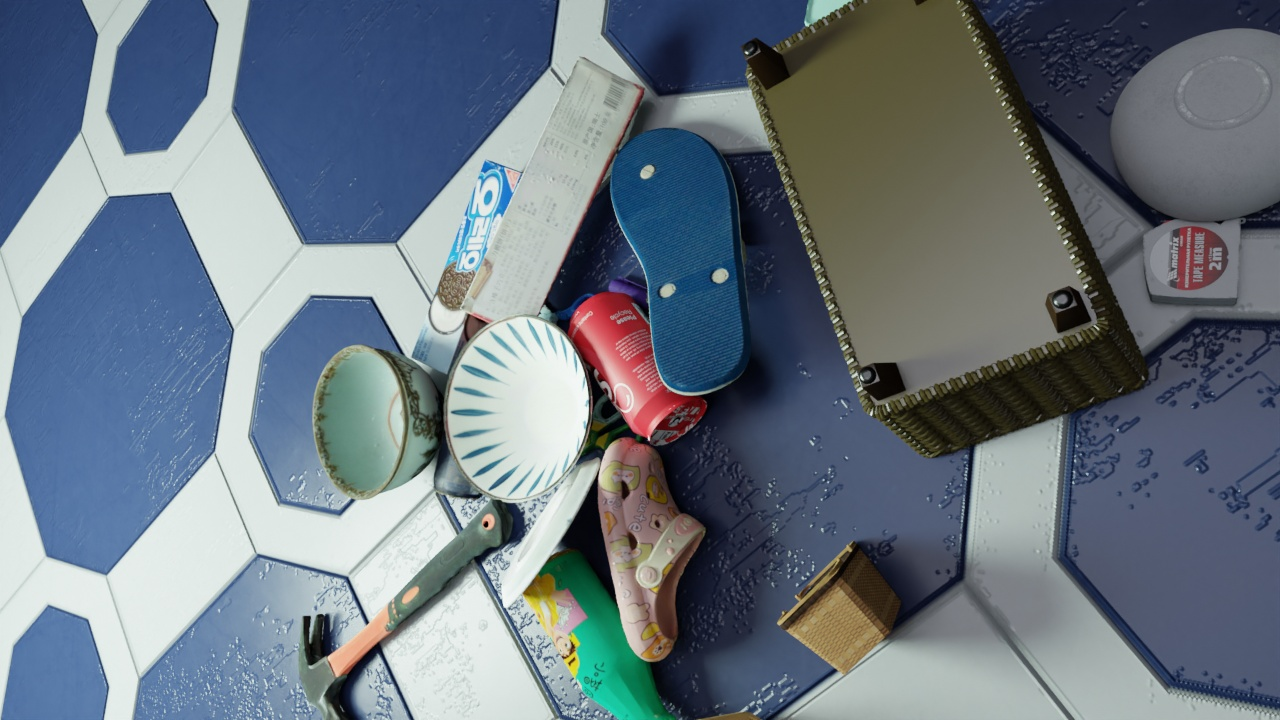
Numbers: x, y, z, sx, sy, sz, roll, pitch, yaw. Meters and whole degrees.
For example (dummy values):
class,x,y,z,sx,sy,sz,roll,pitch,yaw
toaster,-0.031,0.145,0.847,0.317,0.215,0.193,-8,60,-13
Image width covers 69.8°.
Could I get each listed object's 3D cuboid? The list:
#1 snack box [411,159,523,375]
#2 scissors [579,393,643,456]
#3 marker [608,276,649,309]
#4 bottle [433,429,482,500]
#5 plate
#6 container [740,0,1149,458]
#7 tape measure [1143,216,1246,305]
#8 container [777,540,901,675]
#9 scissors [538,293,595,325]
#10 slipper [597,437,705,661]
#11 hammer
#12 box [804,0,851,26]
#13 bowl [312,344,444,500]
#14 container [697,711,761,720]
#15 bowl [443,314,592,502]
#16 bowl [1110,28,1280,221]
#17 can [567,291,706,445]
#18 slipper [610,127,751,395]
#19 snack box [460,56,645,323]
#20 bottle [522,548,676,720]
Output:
class,x,y,z,sx,sy,sz,roll,pitch,yaw
snack box,-0.170,-0.094,0.971,0.059,0.059,0.226,24,94,28
scissors,-0.054,0.074,0.902,0.131,0.014,0.070,-25,68,25
marker,0.023,-0.052,0.874,0.134,0.015,0.018,26,83,31
bottle,-0.172,0.061,0.948,0.056,0.056,0.160,11,88,31
plate,-0.084,0.152,0.836,0.014,0.156,0.157,34,102,-5
container,0.208,-0.112,0.663,0.177,0.204,0.320,-24,71,25
tape measure,0.393,-0.070,0.655,0.062,0.020,0.060,3,78,30
container,0.157,0.190,0.707,0.061,0.113,0.063,45,106,15
scissors,-0.084,-0.050,0.942,0.104,0.015,0.133,-53,57,17
slipper,0.016,0.161,0.806,0.082,0.093,0.197,-12,77,17
hammer,-0.254,0.262,0.983,0.334,0.033,0.133,-42,63,17
box,0.222,-0.380,0.799,0.136,0.033,0.186,10,87,31
bowl,-0.263,0.062,0.973,0.160,0.093,0.160,0,90,38
container,0.070,0.393,0.711,0.167,0.129,0.183,44,105,35
bowl,-0.102,0.047,0.887,0.178,0.070,0.177,-4,82,32
bowl,0.398,-0.169,0.631,0.132,0.064,0.131,-10,69,26
can,-0.005,0.005,0.847,0.074,0.074,0.142,-46,63,16
slipper,0.046,-0.095,0.838,0.118,0.060,0.294,-21,59,19
snack box,-0.087,-0.158,0.911,0.076,0.044,0.273,25,93,-8
bottle,-0.028,0.270,0.823,0.068,0.068,0.209,-47,62,16
